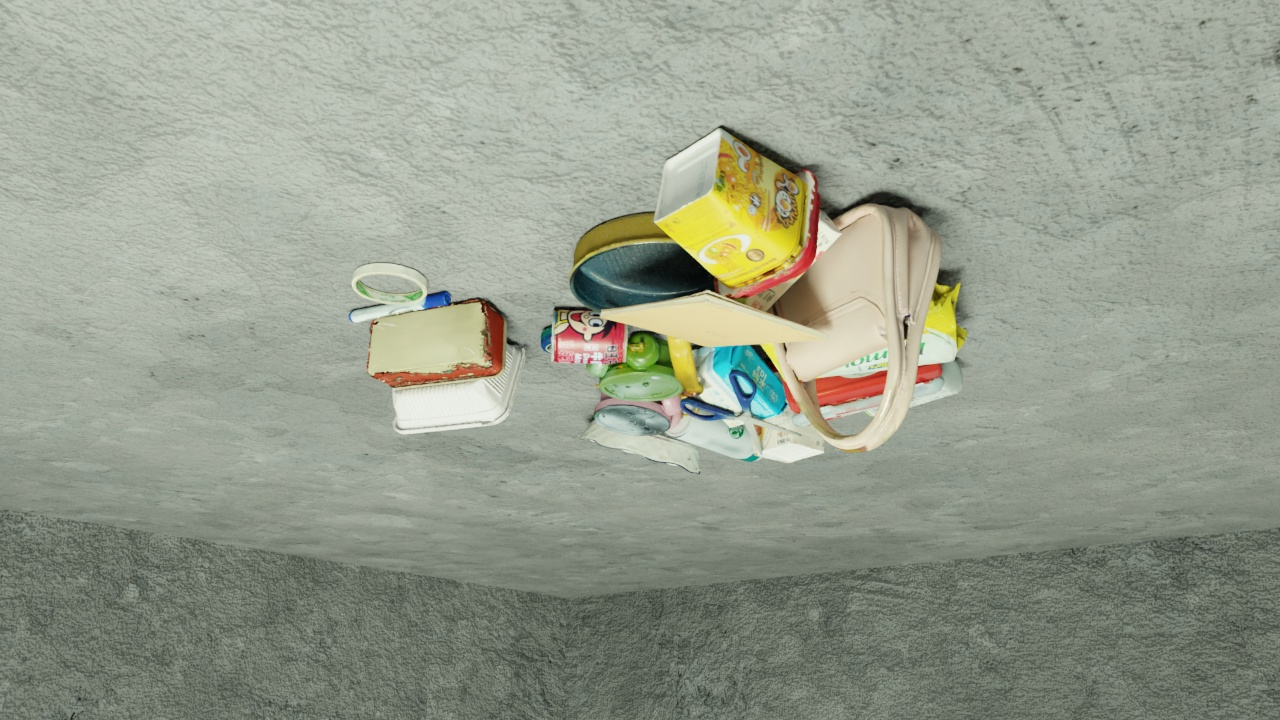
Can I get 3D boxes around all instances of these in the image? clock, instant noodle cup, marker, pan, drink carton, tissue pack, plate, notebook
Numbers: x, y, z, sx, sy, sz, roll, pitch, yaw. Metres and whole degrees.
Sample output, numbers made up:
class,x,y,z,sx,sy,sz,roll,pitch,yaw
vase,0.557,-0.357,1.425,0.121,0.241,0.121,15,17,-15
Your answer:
class,x,y,z,sx,sy,sz,roll,pitch,yaw
clock,-0.007,0.007,1.249,0.116,0.056,0.161,-13,155,29
instant noodle cup,-0.250,0.023,1.217,0.174,0.137,0.060,-8,136,19
marker,-0.298,-0.065,1.128,0.146,0.016,0.017,-9,157,22
instant noodle cup,0.085,-0.135,0.831,0.123,0.116,0.116,30,145,-32
pan,0.037,-0.051,1.070,0.198,0.078,0.357,-3,158,11
clock,0.009,0.068,1.383,0.158,0.059,0.117,7,155,3
drink carton,0.136,-0.105,0.920,0.053,0.045,0.123,21,123,-39
tissue pack,0.130,0.028,1.246,0.090,0.063,0.140,-20,124,43
plate,0.005,0.139,1.516,0.205,0.045,0.205,16,175,1
instant noodle cup,0.210,0.075,1.323,0.116,0.124,0.117,16,154,-36
notebook,0.071,-0.038,0.953,0.149,0.012,0.212,16,171,-28

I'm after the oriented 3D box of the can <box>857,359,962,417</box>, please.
class,x,y,z,sx,sy,sz,roll,pitch,yaw
can,0.383,0.038,1.312,0.058,0.058,0.147,16,154,-34

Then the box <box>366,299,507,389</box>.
class,x,y,z,sx,sy,sz,roll,pitch,yaw
box,-0.258,-0.019,1.142,0.168,0.091,0.077,-7,161,19

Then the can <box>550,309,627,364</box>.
class,x,y,z,sx,sy,sz,roll,pitch,yaw
can,-0.064,-0.029,1.145,0.094,0.066,0.067,2,158,-4

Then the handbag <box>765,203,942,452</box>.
class,x,y,z,sx,sy,sz,roll,pitch,yaw
handbag,0.212,-0.023,0.924,0.093,0.233,0.194,13,155,-28

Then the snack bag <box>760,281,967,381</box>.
class,x,y,z,sx,sy,sz,roll,pitch,yaw
snack bag,0.261,-0.040,1.106,0.247,0.068,0.158,-8,156,20

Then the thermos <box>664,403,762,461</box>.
class,x,y,z,sx,sy,sz,roll,pitch,yaw
thermos,0.132,0.118,1.512,0.073,0.073,0.224,-18,152,38

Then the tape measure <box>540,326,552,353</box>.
class,x,y,z,sx,sy,sz,roll,pitch,yaw
tape measure,-0.103,-0.028,1.206,0.058,0.025,0.054,-12,154,19

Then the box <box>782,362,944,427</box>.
class,x,y,z,sx,sy,sz,roll,pitch,yaw
box,0.295,0.041,1.213,0.201,0.095,0.098,-15,139,9

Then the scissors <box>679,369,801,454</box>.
class,x,y,z,sx,sy,sz,roll,pitch,yaw
scissors,0.132,0.072,1.235,0.163,0.012,0.174,2,138,25

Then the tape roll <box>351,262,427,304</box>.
class,x,y,z,sx,sy,sz,roll,pitch,yaw
tape roll,-0.292,-0.089,1.072,0.086,0.013,0.086,0,158,0
